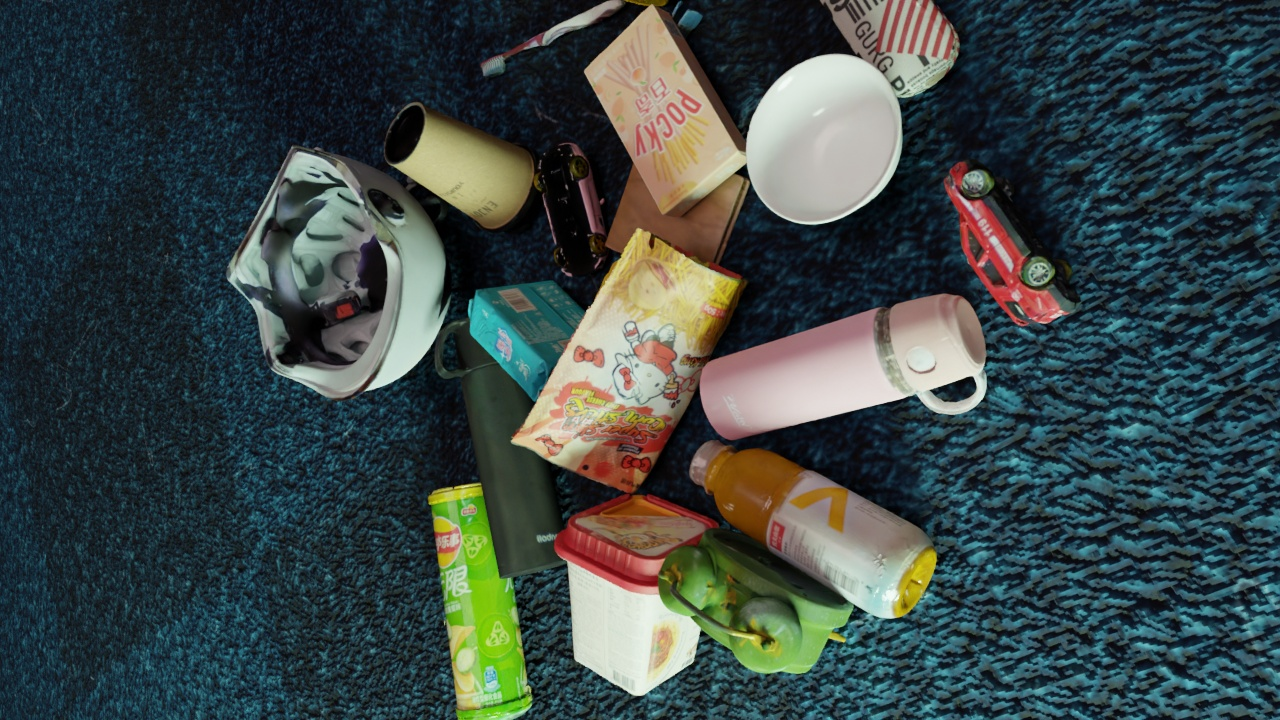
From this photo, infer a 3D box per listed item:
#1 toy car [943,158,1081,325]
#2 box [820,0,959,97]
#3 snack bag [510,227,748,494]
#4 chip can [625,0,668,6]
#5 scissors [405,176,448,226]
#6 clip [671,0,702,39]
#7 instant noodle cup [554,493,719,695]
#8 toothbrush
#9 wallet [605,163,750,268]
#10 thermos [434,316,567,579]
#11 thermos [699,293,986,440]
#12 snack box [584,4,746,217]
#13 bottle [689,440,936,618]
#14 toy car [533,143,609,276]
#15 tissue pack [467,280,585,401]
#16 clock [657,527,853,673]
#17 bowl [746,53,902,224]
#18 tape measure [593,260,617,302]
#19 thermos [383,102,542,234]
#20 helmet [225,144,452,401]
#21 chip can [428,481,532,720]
[{"bbox_3d":[0.236,-0.076,0.595,0.045,0.052,0.120,-36,68,33],"label":"toy car"},{"bbox_3d":[0.167,-0.261,0.661,0.068,0.051,0.164,-33,67,12],"label":"box"},{"bbox_3d":[-0.004,0.004,0.745,0.208,0.128,0.073,-61,25,12],"label":"snack bag"},{"bbox_3d":[0.020,-0.415,0.766,0.073,0.073,0.217,25,103,36],"label":"chip can"},{"bbox_3d":[-0.266,-0.175,1.016,0.163,0.014,0.165,51,117,29],"label":"scissors"},{"bbox_3d":[0.028,-0.278,0.785,0.038,0.026,0.058,46,119,21],"label":"clip"},{"bbox_3d":[-0.001,0.187,0.739,0.117,0.116,0.124,17,109,38],"label":"instant noodle cup"},{"bbox_3d":[-0.088,-0.307,0.881,0.188,0.016,0.017,-9,90,37],"label":"toothbrush"},{"bbox_3d":[0.029,-0.125,0.781,0.115,0.020,0.101,28,106,33],"label":"wallet"},{"bbox_3d":[-0.134,0.078,0.854,0.069,0.089,0.242,-33,68,49],"label":"thermos"},{"bbox_3d":[0.145,0.014,0.661,0.199,0.067,0.087,-17,109,35],"label":"thermos"},{"bbox_3d":[0.020,-0.206,0.758,0.085,0.026,0.157,-36,71,29],"label":"snack box"},{"bbox_3d":[0.118,0.114,0.669,0.190,0.068,0.068,28,105,36],"label":"bottle"},{"bbox_3d":[-0.060,-0.137,0.841,0.056,0.037,0.122,-12,93,40],"label":"toy car"},{"bbox_3d":[-0.084,-0.017,0.814,0.133,0.093,0.050,43,129,32],"label":"tissue pack"},{"bbox_3d":[0.078,0.168,0.642,0.116,0.161,0.056,27,95,36],"label":"clock"},{"bbox_3d":[0.143,-0.153,0.663,0.118,0.064,0.118,-3,85,38],"label":"bowl"},{"bbox_3d":[-0.011,-0.052,0.801,0.057,0.028,0.060,35,107,35],"label":"tape measure"},{"bbox_3d":[-0.163,-0.181,0.862,0.093,0.143,0.093,-16,65,37],"label":"thermos"},{"bbox_3d":[-0.285,-0.085,0.944,0.258,0.145,0.230,45,116,21],"label":"helmet"},{"bbox_3d":[-0.153,0.229,0.873,0.073,0.072,0.221,-17,78,36],"label":"chip can"}]
